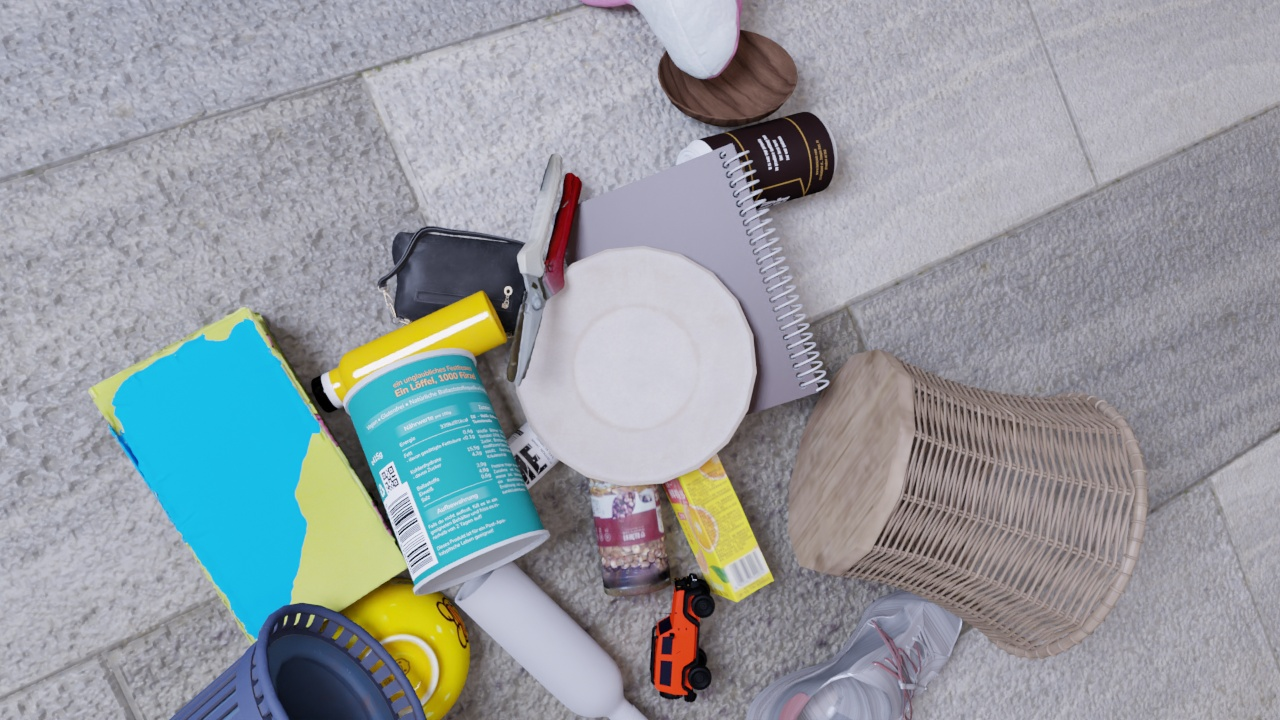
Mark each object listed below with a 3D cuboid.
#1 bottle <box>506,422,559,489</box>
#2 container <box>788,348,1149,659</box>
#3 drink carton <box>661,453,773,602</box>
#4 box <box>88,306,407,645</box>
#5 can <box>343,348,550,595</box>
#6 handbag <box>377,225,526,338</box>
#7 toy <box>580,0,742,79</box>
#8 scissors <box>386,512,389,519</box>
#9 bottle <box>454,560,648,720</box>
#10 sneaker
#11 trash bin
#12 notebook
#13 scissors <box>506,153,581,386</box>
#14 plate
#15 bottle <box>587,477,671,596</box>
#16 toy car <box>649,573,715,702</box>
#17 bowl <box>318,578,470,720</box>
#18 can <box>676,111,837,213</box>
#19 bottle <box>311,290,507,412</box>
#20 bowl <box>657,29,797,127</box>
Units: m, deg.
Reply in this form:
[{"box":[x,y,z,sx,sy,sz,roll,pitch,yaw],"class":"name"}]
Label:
[{"box":[-0.117,0.100,0.723,0.115,0.041,0.041,-42,100,-16],"class":"bottle"},{"box":[0.252,0.110,0.760,0.196,0.227,0.226,18,81,-10],"class":"container"},{"box":[0.057,0.130,0.770,0.042,0.059,0.134,-25,93,-18],"class":"drink carton"},{"box":[-0.273,0.083,0.655,0.124,0.079,0.221,-34,95,-17],"class":"box"},{"box":[-0.138,0.078,0.653,0.099,0.099,0.144,-20,74,-19],"class":"can"},{"box":[-0.140,-0.060,0.720,0.128,0.054,0.079,4,89,-21],"class":"handbag"},{"box":[0.024,-0.368,0.764,0.127,0.187,0.266,-42,114,-55],"class":"toy"},{"box":[-0.166,0.057,0.727,0.117,0.015,0.139,-21,99,-18],"class":"scissors"},{"box":[-0.059,0.237,0.727,0.195,0.052,0.052,47,74,-10],"class":"bottle"},{"box":[0.207,0.278,0.794,0.235,0.090,0.099,-30,96,-18],"class":"sneaker"},{"box":[-0.271,0.286,0.575,0.249,0.139,0.139,-41,100,5],"class":"trash bin"},{"box":[0.039,-0.050,0.752,0.172,0.022,0.209,-19,93,13],"class":"notebook"},{"box":[-0.072,-0.069,0.709,0.139,0.015,0.189,-9,91,-58],"class":"scissors"},{"box":[-0.005,0.004,0.728,0.189,0.027,0.188,-1,81,4],"class":"plate"},{"box":[-0.009,0.133,0.749,0.056,0.056,0.105,-8,88,-19],"class":"bottle"},{"box":[0.034,0.228,0.757,0.049,0.051,0.100,3,92,-1],"class":"toy car"},{"box":[-0.182,0.225,0.678,0.117,0.068,0.117,1,86,-19],"class":"bowl"},{"box":[0.102,-0.168,0.798,0.128,0.072,0.072,-19,92,-19],"class":"can"},{"box":[-0.174,-0.003,0.687,0.143,0.043,0.043,-25,95,-2],"class":"bottle"},{"box":[0.074,-0.238,0.798,0.119,0.032,0.119,0,56,0],"class":"bowl"}]
